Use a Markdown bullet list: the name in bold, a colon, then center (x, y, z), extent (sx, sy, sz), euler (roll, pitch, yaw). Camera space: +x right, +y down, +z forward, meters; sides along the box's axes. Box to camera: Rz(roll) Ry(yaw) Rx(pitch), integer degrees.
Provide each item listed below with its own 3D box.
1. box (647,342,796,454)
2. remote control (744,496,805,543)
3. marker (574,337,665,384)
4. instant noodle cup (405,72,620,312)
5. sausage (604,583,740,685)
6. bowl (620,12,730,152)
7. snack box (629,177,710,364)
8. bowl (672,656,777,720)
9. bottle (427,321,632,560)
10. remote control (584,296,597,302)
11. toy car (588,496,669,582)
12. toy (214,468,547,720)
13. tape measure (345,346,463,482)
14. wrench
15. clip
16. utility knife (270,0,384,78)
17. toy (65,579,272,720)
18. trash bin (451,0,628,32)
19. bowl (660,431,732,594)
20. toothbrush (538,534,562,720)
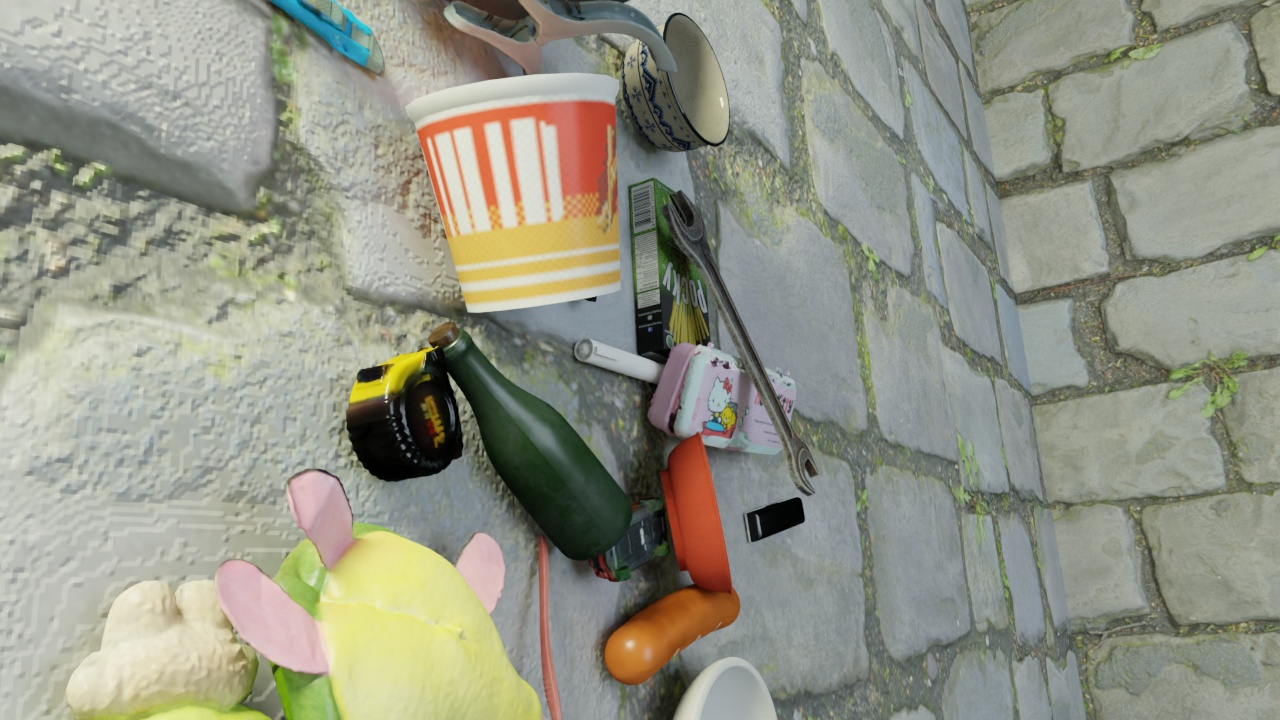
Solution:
- **box**: center (0.081, 0.035, 0.785), extent (0.202, 0.044, 0.086), euler (17, 93, -56)
- **remote control**: center (0.133, 0.152, 0.886), extent (0.124, 0.012, 0.028), euler (1, 79, -59)
- **marker**: center (-0.004, 0.004, 0.704), extent (0.133, 0.020, 0.017), euler (19, 77, -55)
- **instant noodle cup**: center (-0.066, -0.096, 0.549), extent (0.123, 0.124, 0.121), euler (-21, 106, -59)
- **sausage**: center (0.028, 0.192, 0.671), extent (0.164, 0.039, 0.044), euler (-4, 108, -59)
- **bowl**: center (0.026, -0.235, 0.800), extent (0.115, 0.059, 0.115), euler (27, 57, -53)
- **snack box**: center (0.026, -0.070, 0.775), extent (0.080, 0.025, 0.147), euler (20, 63, -55)
- **bowl**: center (0.055, 0.297, 0.676), extent (0.149, 0.043, 0.149), euler (27, 57, -53)
- **bottle**: center (-0.069, 0.046, 0.550), extent (0.174, 0.055, 0.055), euler (56, 37, -30)
- **remote control**: center (-0.063, -0.112, 0.645), extent (0.041, 0.020, 0.152), euler (-92, 159, -68)
- **toy car**: center (-0.009, 0.122, 0.635), extent (0.091, 0.036, 0.042), euler (-16, 98, -66)
- **toy**: center (-0.104, 0.151, 0.422), extent (0.189, 0.088, 0.238), euler (-98, 163, -55)
- **tape measure**: center (-0.125, 0.032, 0.481), extent (0.062, 0.038, 0.067), euler (-35, 113, -66)
- **wrench**: center (0.084, -0.016, 0.754), extent (0.273, 0.010, 0.070), euler (65, 26, 2)
- **clip**: center (-0.070, -0.194, 0.635), extent (0.171, 0.143, 0.029), euler (10, 46, -41)
- **utility knife**: center (-0.191, -0.197, 0.474), extent (0.158, 0.015, 0.031), euler (25, 54, -52)
- **toy**: center (-0.176, 0.141, 0.348), extent (0.092, 0.046, 0.115), euler (18, 57, -57)
- **trash bin**: center (-0.040, -0.301, 0.557), extent (0.191, 0.220, 0.097), euler (13, 69, -57)
- **bowl**: center (0.039, 0.116, 0.685), extent (0.122, 0.035, 0.122), euler (2, 77, -89)
- **toothbrush**: center (-0.054, 0.185, 0.531), extent (0.015, 0.015, 0.184), euler (11, 51, -25)
